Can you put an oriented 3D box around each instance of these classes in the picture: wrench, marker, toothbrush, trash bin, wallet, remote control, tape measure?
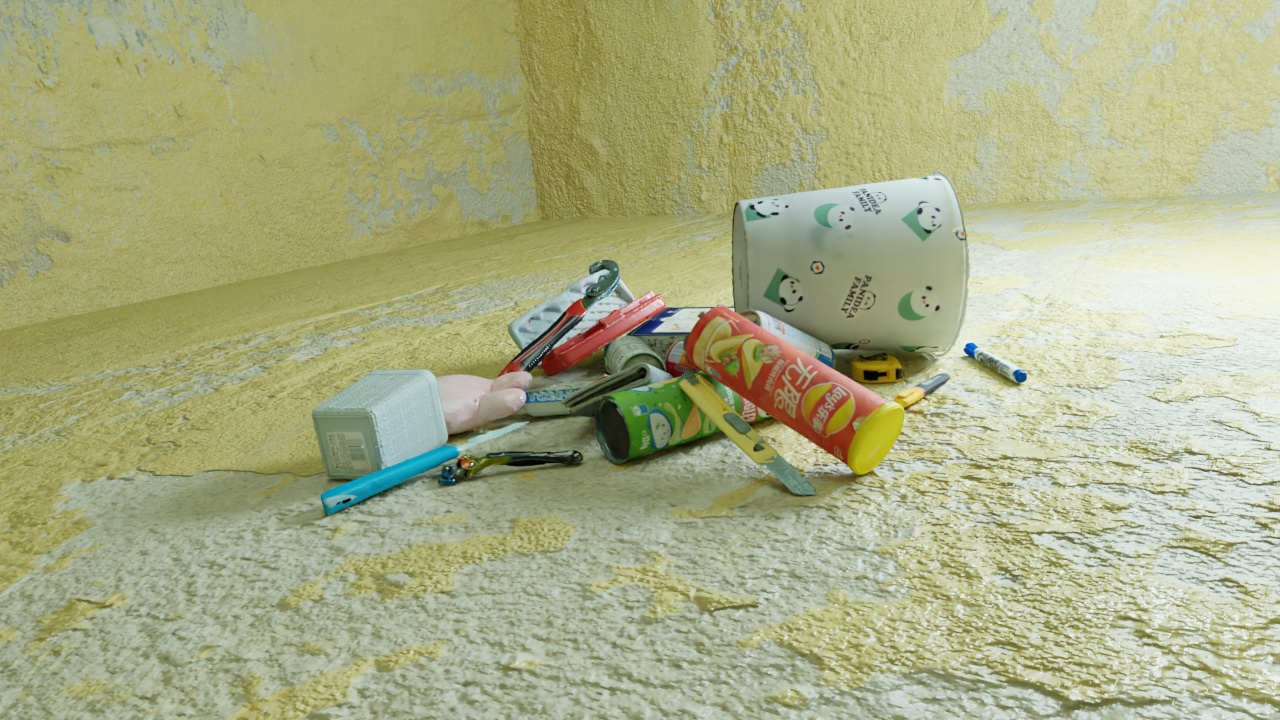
[{"bbox_3d":[-0.105,-0.053,1.242,0.056,0.016,0.272,15,48,28],"label":"wrench"},{"bbox_3d":[0.313,0.031,1.016,0.018,0.015,0.123,12,20,40],"label":"marker"},{"bbox_3d":[-0.041,-0.018,1.334,0.027,0.026,0.224,-45,12,7],"label":"toothbrush"},{"bbox_3d":[0.248,-0.114,1.148,0.252,0.230,0.229,-3,14,0],"label":"trash bin"},{"bbox_3d":[-0.026,0.031,0.997,0.107,0.037,0.129,-21,-9,10],"label":"wallet"},{"bbox_3d":[0.418,0.002,1.084,0.017,0.017,0.145,-6,14,-2],"label":"marker"},{"bbox_3d":[-0.077,0.048,1.089,0.125,0.024,0.049,-4,14,-11],"label":"remote control"},{"bbox_3d":[0.282,0.007,1.096,0.057,0.029,0.060,-5,14,8],"label":"tape measure"}]

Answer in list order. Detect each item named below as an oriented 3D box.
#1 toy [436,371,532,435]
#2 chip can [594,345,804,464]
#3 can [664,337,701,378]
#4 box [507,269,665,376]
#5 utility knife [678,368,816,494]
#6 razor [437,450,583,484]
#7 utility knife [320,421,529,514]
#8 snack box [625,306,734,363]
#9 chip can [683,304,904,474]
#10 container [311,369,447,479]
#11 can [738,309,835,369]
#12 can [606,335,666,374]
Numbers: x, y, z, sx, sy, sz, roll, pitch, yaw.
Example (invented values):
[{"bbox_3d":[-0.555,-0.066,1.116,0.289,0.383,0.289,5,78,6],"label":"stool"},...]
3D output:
[{"bbox_3d":[-0.205,0.049,1.066,0.159,0.054,0.121,-9,24,9],"label":"toy"},{"bbox_3d":[0.070,0.044,0.949,0.235,0.072,0.072,-14,16,-27],"label":"chip can"},{"bbox_3d":[0.082,0.010,1.088,0.066,0.066,0.094,-16,17,-35],"label":"can"},{"bbox_3d":[-0.076,-0.064,1.296,0.200,0.100,0.110,-34,6,-31],"label":"box"},{"bbox_3d":[0.092,0.065,0.848,0.030,0.021,0.201,-23,47,-21],"label":"utility knife"},{"bbox_3d":[-0.128,0.100,0.908,0.142,0.022,0.042,-6,15,-2],"label":"razor"},{"bbox_3d":[-0.210,0.100,0.918,0.233,0.018,0.034,-22,16,-37],"label":"utility knife"},{"bbox_3d":[0.094,-0.039,1.324,0.183,0.046,0.177,0,16,22],"label":"snack box"},{"bbox_3d":[0.138,0.023,0.861,0.073,0.073,0.217,-18,38,-40],"label":"chip can"},{"bbox_3d":[-0.275,0.069,0.961,0.090,0.090,0.111,-1,18,22],"label":"container"},{"bbox_3d":[0.164,-0.015,1.059,0.134,0.053,0.053,21,-5,-38],"label":"can"},{"bbox_3d":[-0.007,0.007,1.135,0.058,0.058,0.146,-8,10,-7],"label":"can"}]
